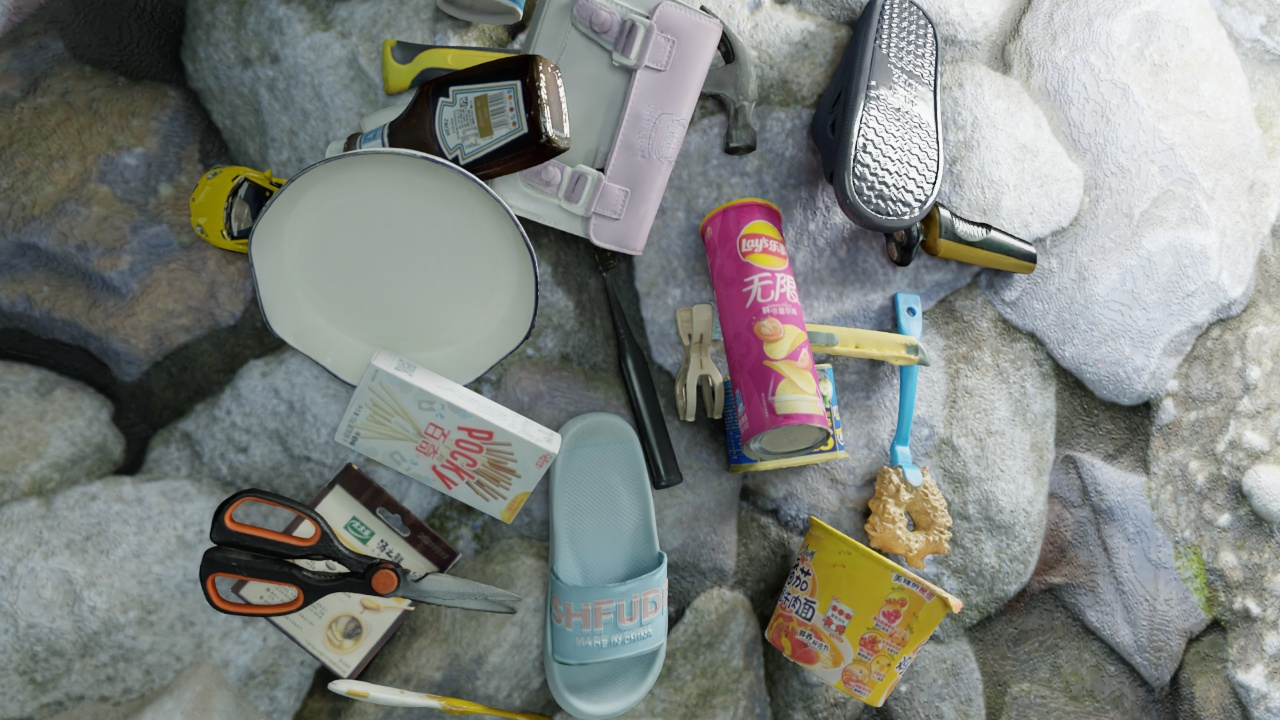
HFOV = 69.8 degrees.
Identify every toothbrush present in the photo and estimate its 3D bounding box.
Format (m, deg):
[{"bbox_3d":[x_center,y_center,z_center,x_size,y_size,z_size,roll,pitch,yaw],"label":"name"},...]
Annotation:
[{"bbox_3d":[-0.148,0.268,0.704,0.191,0.016,0.018,22,90,-29],"label":"toothbrush"},{"bbox_3d":[-0.005,0.005,0.780,0.026,0.027,0.212,-16,90,-53],"label":"toothbrush"}]

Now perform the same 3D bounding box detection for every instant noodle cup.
[{"bbox_3d":[0.176,0.210,0.762,0.138,0.138,0.109,30,86,-11],"label":"instant noodle cup"},{"bbox_3d":[-0.127,-0.338,0.746,0.099,0.099,0.110,6,93,-15],"label":"instant noodle cup"}]

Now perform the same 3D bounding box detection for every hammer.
[{"bbox_3d":[-0.054,-0.247,0.785,0.323,0.032,0.126,-1,86,-15],"label":"hammer"}]

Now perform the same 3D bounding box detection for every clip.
[{"bbox_3d":[0.050,0.002,0.787,0.034,0.072,0.100,-2,89,-15],"label":"clip"}]

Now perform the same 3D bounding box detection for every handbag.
[{"bbox_3d":[-0.032,-0.197,0.729,0.145,0.098,0.197,15,103,-21],"label":"handbag"}]

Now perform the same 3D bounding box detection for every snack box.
[{"bbox_3d":[-0.221,0.158,0.696,0.113,0.053,0.125,42,76,-8],"label":"snack box"},{"bbox_3d":[-0.150,0.060,0.714,0.156,0.026,0.085,28,119,-11],"label":"snack box"}]

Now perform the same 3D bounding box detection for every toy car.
[{"bbox_3d":[-0.268,-0.106,0.708,0.156,0.041,0.071,13,88,-10],"label":"toy car"}]

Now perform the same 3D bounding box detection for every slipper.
[{"bbox_3d":[0.214,-0.218,0.838,0.110,0.084,0.267,25,62,-20],"label":"slipper"},{"bbox_3d":[-0.025,0.163,0.738,0.104,0.074,0.245,-2,85,-16],"label":"slipper"}]

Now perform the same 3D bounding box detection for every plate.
[{"bbox_3d":[-0.178,-0.066,0.678,0.205,0.045,0.205,-2,127,-3],"label":"plate"}]

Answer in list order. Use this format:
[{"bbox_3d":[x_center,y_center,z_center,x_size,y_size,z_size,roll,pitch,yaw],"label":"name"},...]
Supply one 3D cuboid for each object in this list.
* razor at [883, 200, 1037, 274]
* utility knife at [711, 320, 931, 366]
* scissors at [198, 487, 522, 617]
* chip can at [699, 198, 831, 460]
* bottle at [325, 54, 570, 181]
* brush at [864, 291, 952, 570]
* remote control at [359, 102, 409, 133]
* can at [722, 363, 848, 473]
[{"bbox_3d":[0.301,-0.109,0.864,0.167,0.062,0.068,11,113,-20],"label":"razor"},{"bbox_3d":[0.159,-0.017,0.825,0.210,0.022,0.031,4,72,-1],"label":"utility knife"},{"bbox_3d":[-0.204,0.169,0.670,0.235,0.022,0.142,36,90,-13],"label":"scissors"},{"bbox_3d":[0.099,-0.028,0.746,0.071,0.072,0.210,0,61,-15],"label":"chip can"},{"bbox_3d":[-0.147,-0.168,0.682,0.195,0.044,0.080,-9,89,23],"label":"bottle"},{"bbox_3d":[0.244,0.060,0.836,0.083,0.046,0.254,6,79,-13],"label":"brush"},{"bbox_3d":[-0.177,-0.134,0.747,0.058,0.021,0.150,-19,91,-9],"label":"remote control"},{"bbox_3d":[0.122,0.050,0.796,0.102,0.057,0.083,-6,85,-16],"label":"can"}]
